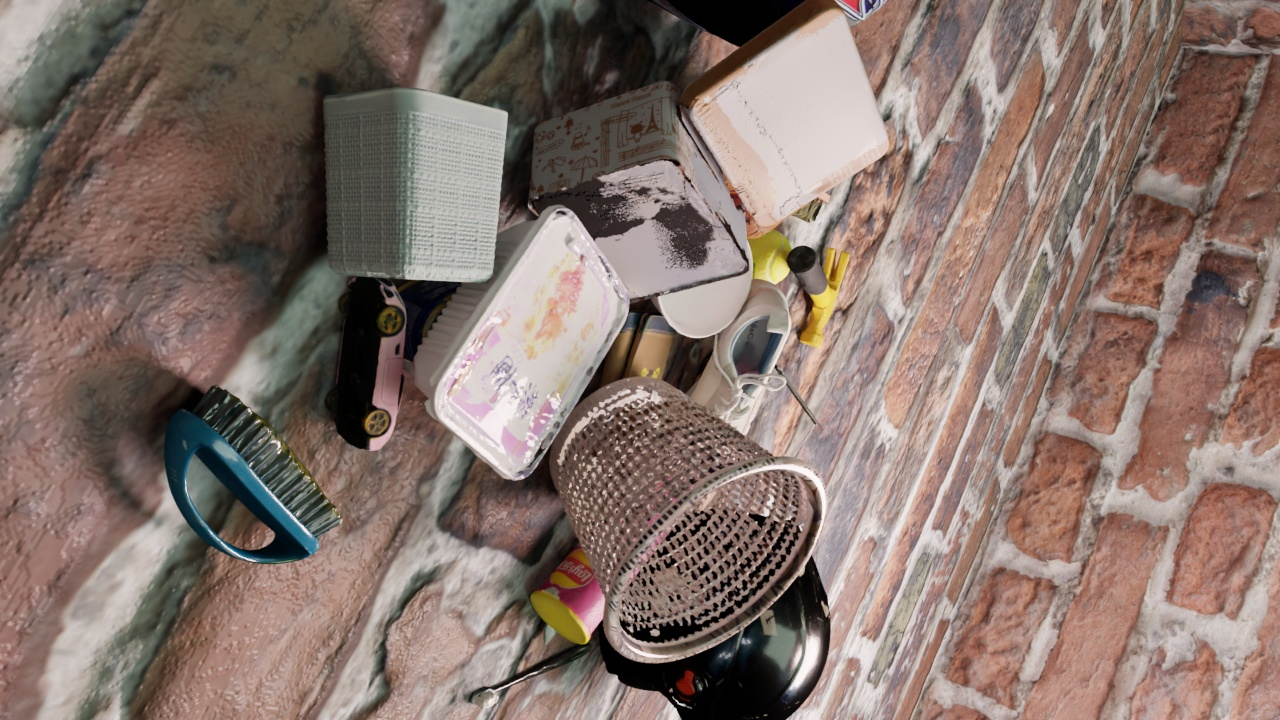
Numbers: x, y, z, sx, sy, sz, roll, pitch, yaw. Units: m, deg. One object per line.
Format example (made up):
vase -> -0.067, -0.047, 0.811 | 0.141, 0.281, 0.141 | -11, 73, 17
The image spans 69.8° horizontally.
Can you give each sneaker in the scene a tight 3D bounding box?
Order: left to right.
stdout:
sneaker -> 0.097, 0.038, 0.960 | 0.089, 0.090, 0.243 | 14, 114, -16

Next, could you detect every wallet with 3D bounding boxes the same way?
wallet -> -0.005, 0.005, 0.916 | 0.090, 0.033, 0.115 | 1, 108, -56

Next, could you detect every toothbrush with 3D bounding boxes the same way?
toothbrush -> -0.105, 0.322, 0.944 | 0.180, 0.018, 0.016 | -4, 106, -56

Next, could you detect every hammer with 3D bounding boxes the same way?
hammer -> 0.211, -0.093, 1.107 | 0.300, 0.033, 0.129 | 17, 91, -73

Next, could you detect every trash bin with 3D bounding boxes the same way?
trash bin -> 0.023, 0.124, 0.835 | 0.227, 0.192, 0.228 | -20, 133, -23

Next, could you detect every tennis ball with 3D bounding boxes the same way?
tennis ball -> 0.138, -0.116, 1.027 | 0.065, 0.065, 0.065 | -30, 129, -45

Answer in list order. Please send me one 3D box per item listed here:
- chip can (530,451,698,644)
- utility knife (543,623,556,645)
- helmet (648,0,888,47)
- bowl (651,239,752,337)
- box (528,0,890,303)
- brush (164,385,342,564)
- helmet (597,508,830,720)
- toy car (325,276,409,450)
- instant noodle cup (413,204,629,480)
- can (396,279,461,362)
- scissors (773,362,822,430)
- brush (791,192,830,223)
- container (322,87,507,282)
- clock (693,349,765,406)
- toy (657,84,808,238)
chip can -> -0.021, 0.188, 0.948 | 0.210, 0.071, 0.071 | -47, 140, -32
utility knife -> -0.060, 0.233, 0.969 | 0.150, 0.013, 0.029 | -50, 144, -31
helmet -> 0.096, -0.375, 0.683 | 0.315, 0.241, 0.247 | 16, 91, -56
bowl -> 0.045, -0.087, 0.899 | 0.118, 0.065, 0.118 | -12, 111, -33
box -> 0.062, -0.157, 0.733 | 0.178, 0.261, 0.105 | 45, 38, -54
brush -> -0.250, 0.083, 0.580 | 0.073, 0.055, 0.144 | -51, 142, -27
helmet -> 0.104, 0.300, 1.041 | 0.233, 0.231, 0.274 | 0, 67, -55
toy car -> -0.185, 0.002, 0.634 | 0.037, 0.056, 0.122 | -5, 110, -50
instant noodle cup -> -0.091, -0.016, 0.664 | 0.173, 0.060, 0.138 | -58, 145, -16
can -> -0.125, -0.031, 0.707 | 0.147, 0.049, 0.075 | -14, 117, -52
scissors -> 0.158, 0.007, 1.050 | 0.014, 0.168, 0.156 | -40, -172, 13
brush -> 0.154, -0.203, 1.010 | 0.145, 0.063, 0.073 | 11, 101, -54
container -> -0.144, -0.107, 0.588 | 0.089, 0.090, 0.111 | -5, 99, -54
clock -> 0.097, 0.029, 1.050 | 0.121, 0.055, 0.082 | -13, 117, -51
toy -> 0.089, -0.190, 0.883 | 0.199, 0.140, 0.130 | 52, 25, -50
